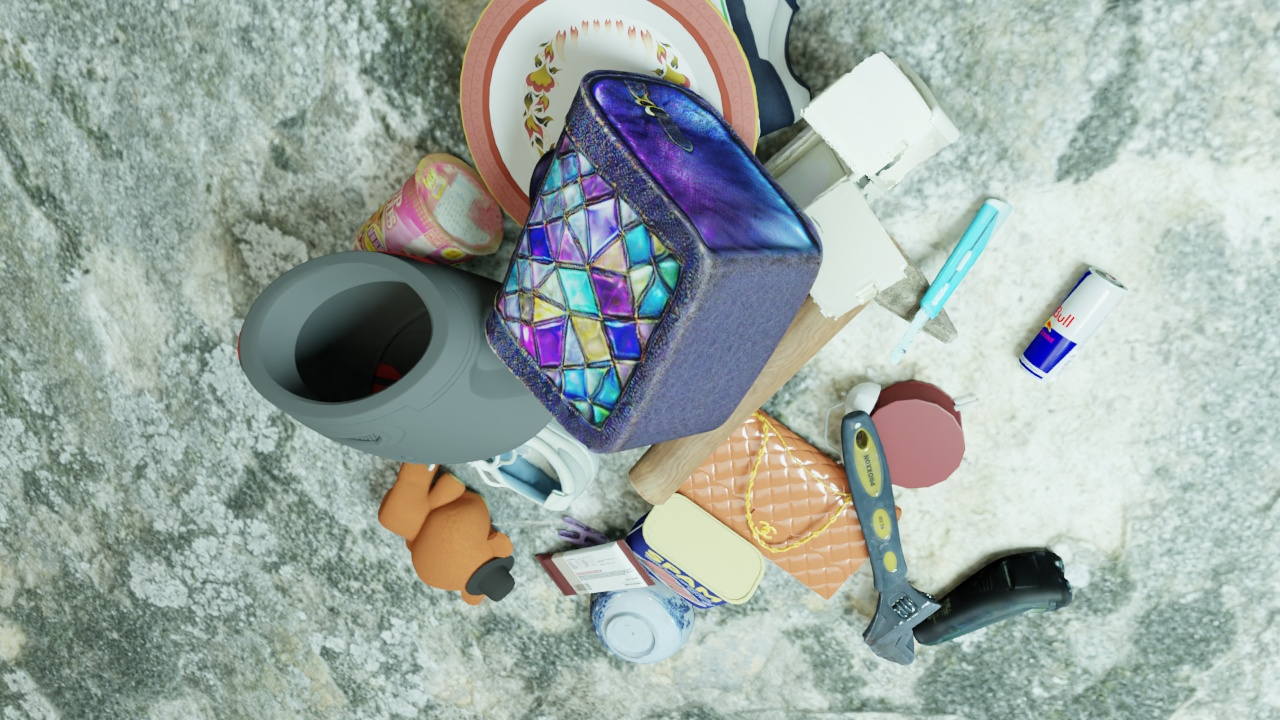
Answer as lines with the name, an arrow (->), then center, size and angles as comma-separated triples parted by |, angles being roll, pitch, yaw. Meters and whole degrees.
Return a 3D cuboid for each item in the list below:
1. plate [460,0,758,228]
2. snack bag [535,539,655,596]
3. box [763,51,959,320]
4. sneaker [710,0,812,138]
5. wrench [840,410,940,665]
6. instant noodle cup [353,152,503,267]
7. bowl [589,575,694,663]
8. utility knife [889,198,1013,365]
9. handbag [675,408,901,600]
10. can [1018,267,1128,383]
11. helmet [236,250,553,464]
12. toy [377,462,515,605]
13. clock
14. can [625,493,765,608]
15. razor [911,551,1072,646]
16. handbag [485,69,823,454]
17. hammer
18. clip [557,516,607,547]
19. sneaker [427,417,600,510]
plate -> -0.025, -0.181, 0.682 | 0.230, 0.021, 0.230 | 8, 120, 14
snack bag -> -0.048, 0.207, 0.913 | 0.158, 0.013, 0.057 | -24, 106, 49
box -> 0.136, -0.139, 0.625 | 0.144, 0.192, 0.106 | -40, 127, 22
sneaker -> 0.068, -0.282, 0.672 | 0.079, 0.084, 0.235 | -19, 104, -3
wrench -> 0.210, 0.160, 0.795 | 0.073, 0.022, 0.273 | -19, 115, 0
instant noodle cup -> -0.193, -0.114, 0.810 | 0.109, 0.097, 0.098 | -26, 103, 32
bowl -> -0.005, 0.268, 0.937 | 0.114, 0.045, 0.114 | 6, 114, 14
utility knife -> 0.238, -0.059, 0.709 | 0.022, 0.015, 0.151 | 32, 92, -8
handbag -> 0.133, 0.125, 0.830 | 0.172, 0.060, 0.109 | 35, 113, 0
can -> 0.336, -0.026, 0.718 | 0.032, 0.032, 0.095 | 30, 117, 3
helmet -> -0.180, 0.005, 0.769 | 0.265, 0.170, 0.164 | 2, 73, 17
toy -> -0.197, 0.175, 0.930 | 0.176, 0.096, 0.112 | 48, 120, 25
clock -> 0.221, 0.062, 0.783 | 0.125, 0.044, 0.087 | 4, 113, 15
can -> 0.046, 0.182, 0.857 | 0.116, 0.056, 0.092 | 36, 155, 0
razor -> 0.315, 0.222, 0.825 | 0.067, 0.053, 0.152 | 34, 125, -21
handbag -> -0.009, -0.071, 0.636 | 0.222, 0.125, 0.205 | 50, 130, 30
hammer -> 0.105, 0.015, 0.764 | 0.158, 0.037, 0.301 | 44, 104, -4
clip -> -0.058, 0.177, 0.933 | 0.052, 0.013, 0.035 | 20, 117, 5
sneaker -> -0.157, 0.064, 0.872 | 0.242, 0.090, 0.090 | 30, 118, 4
